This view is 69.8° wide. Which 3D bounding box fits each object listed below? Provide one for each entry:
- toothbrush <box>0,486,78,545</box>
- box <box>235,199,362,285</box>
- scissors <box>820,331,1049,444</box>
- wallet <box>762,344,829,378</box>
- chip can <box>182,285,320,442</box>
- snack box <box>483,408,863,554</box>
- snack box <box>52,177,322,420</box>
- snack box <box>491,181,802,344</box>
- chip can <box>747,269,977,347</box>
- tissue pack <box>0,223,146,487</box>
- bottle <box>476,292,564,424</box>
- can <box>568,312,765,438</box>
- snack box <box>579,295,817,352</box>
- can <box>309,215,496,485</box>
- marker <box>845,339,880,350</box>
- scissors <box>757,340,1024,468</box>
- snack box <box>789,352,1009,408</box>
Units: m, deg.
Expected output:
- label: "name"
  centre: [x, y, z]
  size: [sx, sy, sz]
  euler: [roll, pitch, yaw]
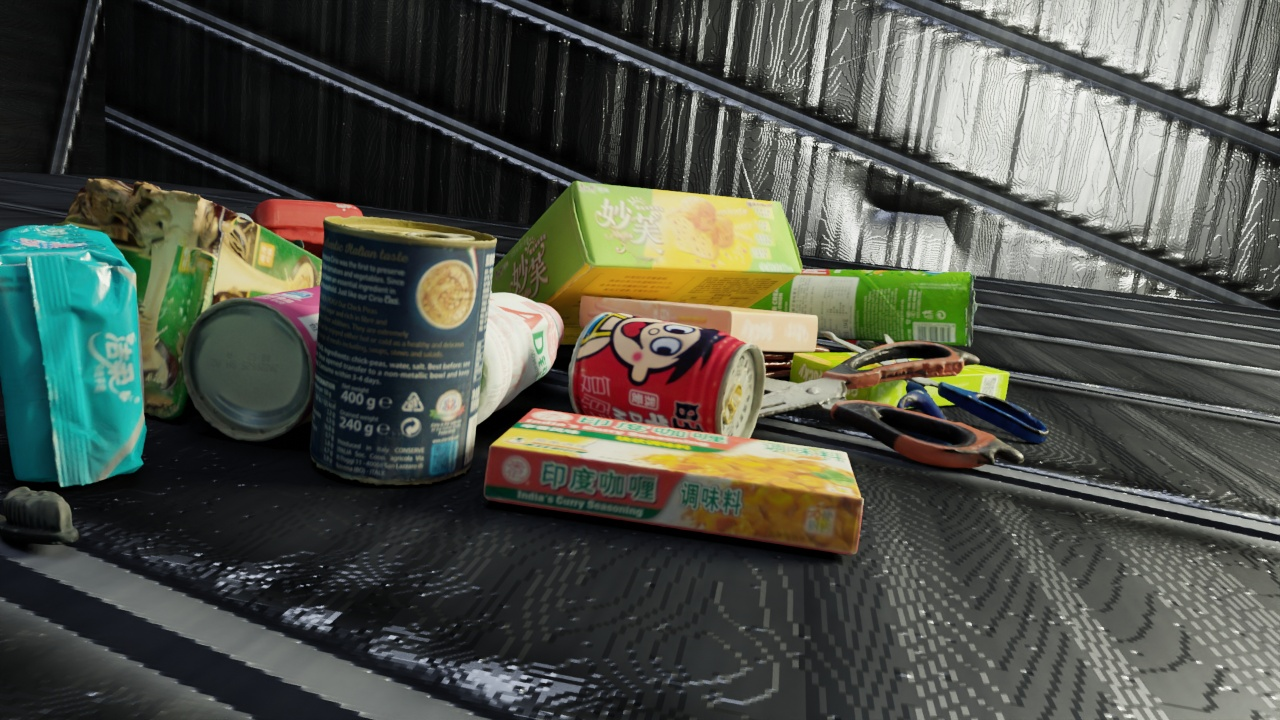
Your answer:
- label: "toothbrush"
  centre: [-0.272, 0.041, 0.337]
  size: [0.189, 0.017, 0.014]
  euler: [9, 11, 23]
- label: "box"
  centre: [-0.303, -0.070, 0.668]
  size: [0.157, 0.039, 0.202]
  euler: [-1, -11, -36]
- label: "scissors"
  centre: [0.200, 0.019, 0.635]
  size: [0.174, 0.012, 0.162]
  euler: [21, 26, 13]
- label: "wallet"
  centre: [0.076, -0.005, 0.746]
  size: [0.124, 0.032, 0.101]
  euler: [-1, 9, -34]
- label: "chip can"
  centre: [-0.165, -0.012, 0.530]
  size: [0.071, 0.071, 0.210]
  euler: [8, 11, 11]
- label: "snack box"
  centre: [0.016, 0.051, 0.410]
  size: [0.156, 0.027, 0.077]
  euler: [7, 9, 6]
- label: "snack box"
  centre: [-0.249, -0.030, 0.518]
  size: [0.118, 0.117, 0.105]
  euler: [13, 0, 22]
- label: "snack box"
  centre: [0.002, -0.072, 0.754]
  size: [0.209, 0.070, 0.158]
  euler: [-1, -20, -35]
- label: "chip can"
  centre: [0.194, -0.052, 0.873]
  size: [0.236, 0.072, 0.072]
  euler: [4, 9, 23]
- label: "tissue pack"
  centre: [-0.249, -0.008, 0.400]
  size: [0.050, 0.093, 0.133]
  euler: [-6, 16, -32]
- label: "bottle"
  centre: [-0.089, -0.007, 0.557]
  size: [0.068, 0.068, 0.196]
  euler: [8, 9, 8]
- label: "can"
  centre: [0.016, 0.012, 0.512]
  size: [0.094, 0.066, 0.066]
  euler: [12, 12, 27]
- label: "snack box"
  centre: [0.036, -0.026, 0.640]
  size: [0.084, 0.026, 0.157]
  euler: [1, 5, -40]
- label: "can"
  centre: [-0.109, -0.005, 0.419]
  size: [0.075, 0.111, 0.075]
  euler: [8, 12, -2]
- label: "marker"
  centre: [0.225, -0.006, 0.863]
  size: [0.017, 0.017, 0.145]
  euler: [5, 11, -8]
- label: "scissors"
  centre: [0.130, 0.021, 0.581]
  size: [0.226, 0.015, 0.188]
  euler: [16, 31, 25]
- label: "snack box"
  centre: [0.203, 0.014, 0.718]
  size: [0.156, 0.026, 0.086]
  euler: [-1, 12, -32]
